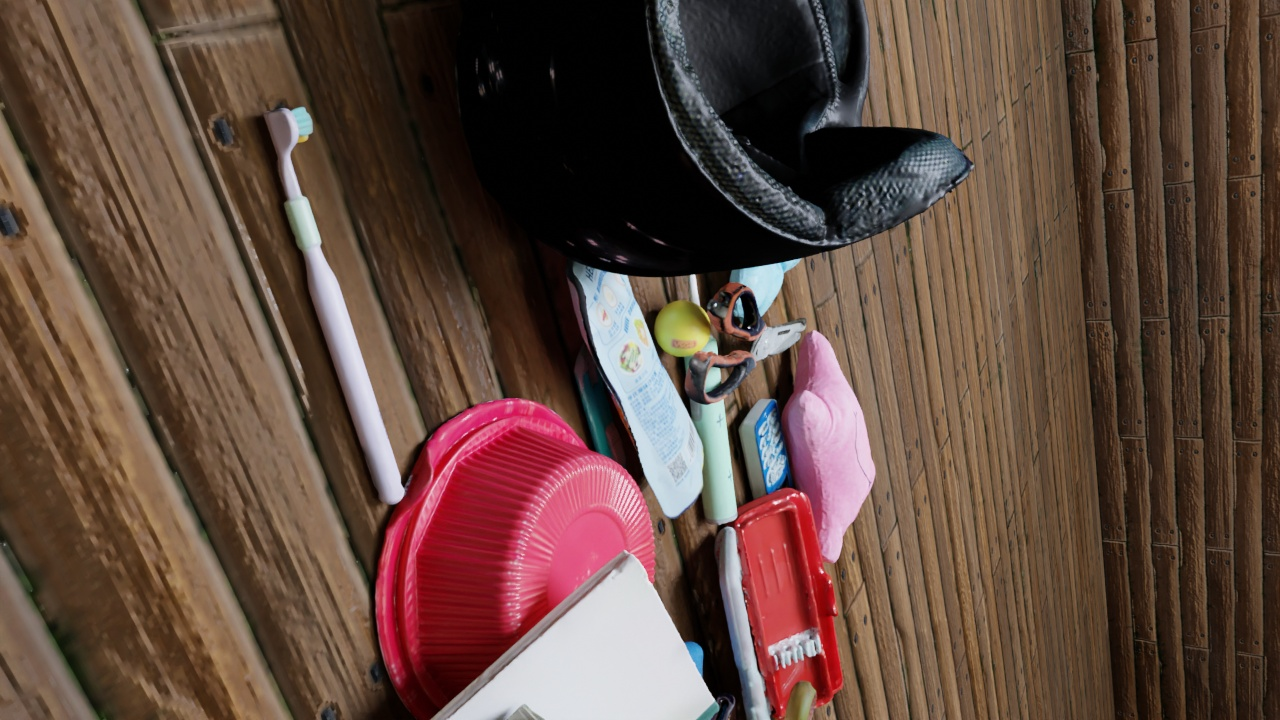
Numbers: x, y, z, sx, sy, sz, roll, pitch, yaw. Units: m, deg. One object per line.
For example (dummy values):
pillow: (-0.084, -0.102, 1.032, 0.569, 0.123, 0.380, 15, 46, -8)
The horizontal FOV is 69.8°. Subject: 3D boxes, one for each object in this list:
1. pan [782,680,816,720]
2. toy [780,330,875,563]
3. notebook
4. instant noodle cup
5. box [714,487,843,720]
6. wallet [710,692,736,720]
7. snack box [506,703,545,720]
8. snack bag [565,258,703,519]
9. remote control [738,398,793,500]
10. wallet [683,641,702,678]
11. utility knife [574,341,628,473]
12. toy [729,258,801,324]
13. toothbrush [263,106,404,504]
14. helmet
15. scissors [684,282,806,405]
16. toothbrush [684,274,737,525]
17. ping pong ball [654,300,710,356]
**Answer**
pan: (0.024, 0.340, 0.521, 0.197, 0.078, 0.357, -5, 107, -71)
toy: (0.171, 0.069, 0.833, 0.178, 0.075, 0.194, -33, 114, -65)
notebook: (-0.057, 0.209, 0.460, 0.208, 0.012, 0.150, -39, 129, -18)
instant noodle cup: (-0.052, 0.117, 0.507, 0.193, 0.066, 0.194, 2, 88, -55)
box: (0.104, 0.218, 0.742, 0.154, 0.074, 0.201, -33, 116, -47)
wallet: (0.054, 0.324, 0.674, 0.096, 0.020, 0.122, -52, 141, -61)
snack box: (-0.053, 0.281, 0.400, 0.177, 0.046, 0.182, -42, 101, -19)
snack bag: (-0.004, 0.003, 0.593, 0.110, 0.039, 0.191, -70, 144, -50)
remote control: (0.109, 0.094, 0.783, 0.048, 0.024, 0.125, -46, 129, -47)
wallet: (0.004, 0.246, 0.609, 0.133, 0.040, 0.106, 23, 70, -62)
utility knife: (-0.016, 0.072, 0.607, 0.029, 0.013, 0.180, -43, 124, -53)
toy: (0.111, -0.102, 0.759, 0.156, 0.050, 0.161, -70, 161, -2)
toothbrush: (-0.137, -0.019, 0.422, 0.021, 0.029, 0.189, -15, 108, -14)
helmet: (0.035, -0.168, 0.495, 0.233, 0.231, 0.273, 62, 34, -24)
scissors: (0.090, -0.026, 0.702, 0.206, 0.015, 0.192, -54, 148, -33)
toothbrush: (0.048, 0.016, 0.691, 0.027, 0.026, 0.224, -15, 103, -34)
ping pong ball: (0.030, -0.023, 0.651, 0.040, 0.040, 0.040, 1, 88, -56)
